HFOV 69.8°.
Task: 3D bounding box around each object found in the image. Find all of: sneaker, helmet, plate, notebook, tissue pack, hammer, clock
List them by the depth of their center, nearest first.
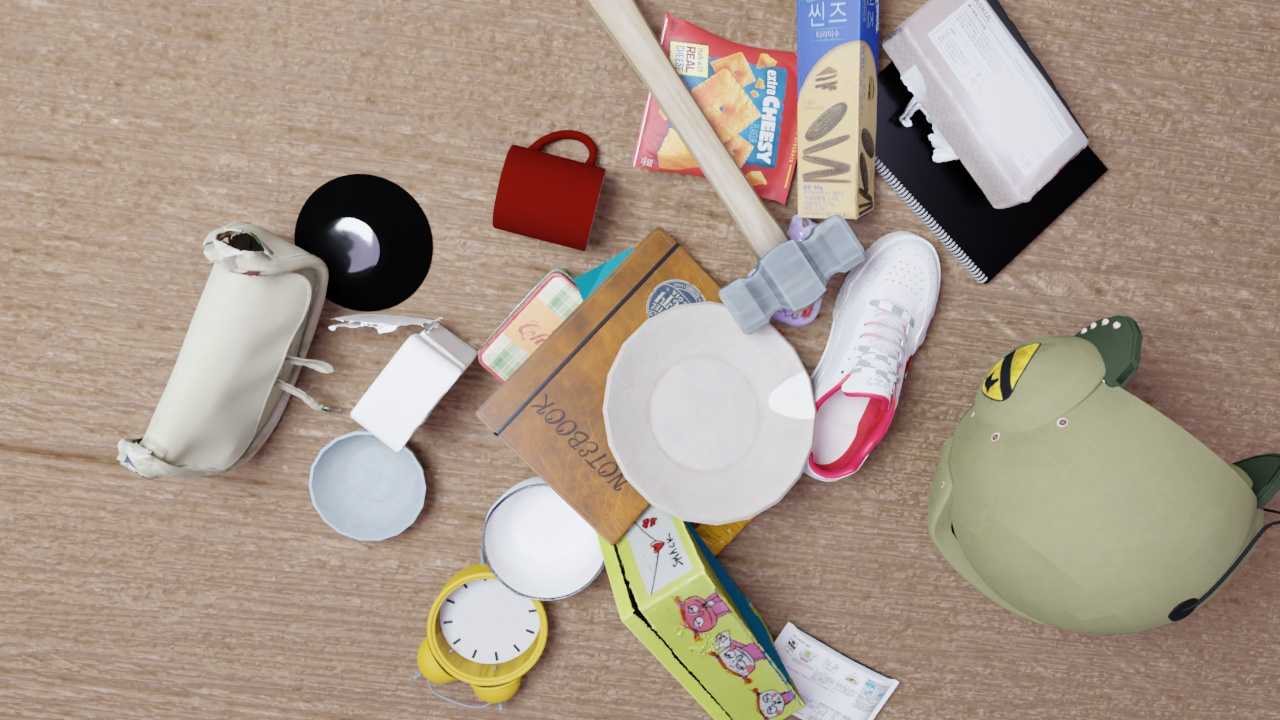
[{"bbox_3d":[0.357,0.104,0.753,0.250,0.255,0.233,38,95,-8],"label":"helmet"},{"bbox_3d":[0.051,-0.180,0.754,0.117,0.051,0.323,-34,93,6],"label":"hammer"},{"bbox_3d":[0.284,-0.223,0.779,0.103,0.071,0.181,-42,103,-11],"label":"tissue pack"},{"bbox_3d":[0.058,0.045,0.786,0.188,0.027,0.188,2,80,-14],"label":"plate"},{"bbox_3d":[-0.005,0.007,0.798,0.178,0.014,0.248,45,74,-8],"label":"notebook"},{"bbox_3d":[0.206,0.002,0.814,0.090,0.104,0.237,26,100,-7],"label":"sneaker"},{"bbox_3d":[0.294,-0.192,0.820,0.149,0.016,0.206,-45,100,7],"label":"notebook"},{"bbox_3d":[-0.152,0.267,0.892,0.113,0.052,0.152,23,96,-6],"label":"clock"}]

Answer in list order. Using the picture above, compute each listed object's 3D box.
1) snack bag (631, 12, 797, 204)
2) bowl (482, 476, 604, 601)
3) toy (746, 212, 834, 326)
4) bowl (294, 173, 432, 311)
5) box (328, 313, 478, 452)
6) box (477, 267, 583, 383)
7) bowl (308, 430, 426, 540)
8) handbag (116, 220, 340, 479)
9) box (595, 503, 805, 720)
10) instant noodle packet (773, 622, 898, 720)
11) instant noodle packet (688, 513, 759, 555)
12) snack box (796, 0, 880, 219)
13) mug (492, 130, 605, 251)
[{"bbox_3d":[0.075,-0.216,0.795,0.144,0.039,0.131,11,100,-13],"label":"snack bag"},{"bbox_3d":[-0.087,0.159,0.860,0.116,0.065,0.116,0,102,-2],"label":"bowl"},{"bbox_3d":[0.141,-0.082,0.827,0.080,0.036,0.100,20,102,-14],"label":"toy"},{"bbox_3d":[-0.249,-0.100,0.805,0.124,0.052,0.124,0,102,-2],"label":"bowl"},{"bbox_3d":[-0.223,-0.005,0.800,0.130,0.110,0.103,37,99,-10],"label":"box"},{"bbox_3d":[-0.038,0.021,0.841,0.205,0.050,0.118,43,97,-9],"label":"box"},{"bbox_3d":[-0.251,0.112,0.858,0.106,0.039,0.106,0,102,-2],"label":"bowl"},{"bbox_3d":[-0.321,0.004,0.756,0.132,0.184,0.229,26,102,-6],"label":"handbag"},{"bbox_3d":[0.055,0.233,0.821,0.082,0.124,0.221,-31,124,3],"label":"box"},{"bbox_3d":[0.182,0.329,0.926,0.134,0.026,0.087,30,100,-8],"label":"instant noodle packet"},{"bbox_3d":[0.042,0.152,0.867,0.135,0.039,0.098,-45,119,8],"label":"instant noodle packet"},{"bbox_3d":[0.164,-0.224,0.766,0.056,0.057,0.207,8,113,31],"label":"snack box"},{"bbox_3d":[-0.075,-0.155,0.795,0.082,0.073,0.105,14,73,-5],"label":"mug"}]
